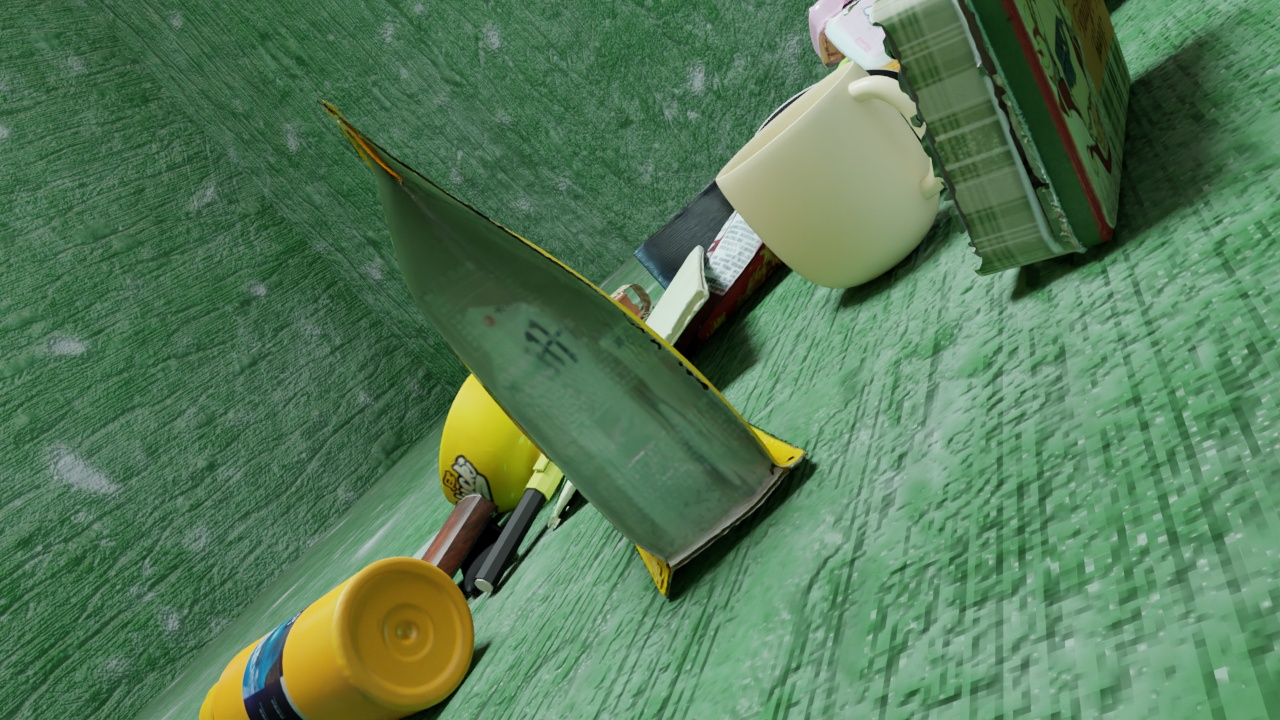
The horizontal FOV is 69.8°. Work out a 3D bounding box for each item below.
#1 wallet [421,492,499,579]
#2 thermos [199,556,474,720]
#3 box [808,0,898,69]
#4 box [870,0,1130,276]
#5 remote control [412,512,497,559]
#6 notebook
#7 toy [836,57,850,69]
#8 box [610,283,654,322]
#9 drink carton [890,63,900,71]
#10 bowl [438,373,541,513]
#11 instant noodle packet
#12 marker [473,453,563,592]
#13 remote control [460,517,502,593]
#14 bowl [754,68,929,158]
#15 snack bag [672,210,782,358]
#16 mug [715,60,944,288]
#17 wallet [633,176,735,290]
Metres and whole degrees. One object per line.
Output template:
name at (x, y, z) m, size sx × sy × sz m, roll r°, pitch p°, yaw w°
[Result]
wallet at (-0.143, 0.148, 0.620) m, size 0.122 × 0.019 × 0.072 m, roll -59°, pitch 14°, yaw -25°
thermos at (-0.180, 0.181, 0.529) m, size 0.091 × 0.076 × 0.233 m, roll -10°, pitch -19°, yaw -47°
box at (0.220, -0.294, 0.674) m, size 0.202 × 0.077 × 0.146 m, roll -36°, pitch 16°, yaw 8°
box at (0.161, -0.129, 0.385) m, size 0.051 × 0.118 × 0.204 m, roll -15°, pitch 21°, yaw 36°
remote control at (-0.134, 0.126, 0.765) m, size 0.143 × 0.024 × 0.050 m, roll -45°, pitch 0°, yaw -27°
notebook at (-0.004, 0.004, 0.682) m, size 0.182 × 0.010 × 0.252 m, roll -56°, pitch 5°, yaw 13°
toy at (0.190, -0.211, 0.789) m, size 0.149 × 0.107 × 0.197 m, roll -45°, pitch 0°, yaw -37°
box at (-0.049, 0.009, 0.845) m, size 0.186 × 0.082 × 0.042 m, roll -42°, pitch 18°, yaw -17°
drink carton at (0.182, -0.174, 0.645) m, size 0.135 × 0.043 × 0.058 m, roll -27°, pitch -27°, yaw 21°
bowl at (-0.094, 0.063, 0.699) m, size 0.117 × 0.068 × 0.117 m, roll 14°, pitch -91°, yaw -72°
instant noodle packet at (-0.049, -0.016, 0.411) m, size 0.084 × 0.221 × 0.163 m, roll -45°, pitch 7°, yaw -2°
marker at (-0.074, 0.097, 0.598) m, size 0.018 × 0.021 × 0.123 m, roll -3°, pitch 38°, yaw 29°
remote control at (-0.116, 0.135, 0.657) m, size 0.041 × 0.020 × 0.152 m, roll -44°, pitch 10°, yaw -12°
bowl at (0.136, -0.120, 0.593) m, size 0.120 × 0.066 × 0.120 m, roll -14°, pitch -25°, yaw -7°
snack bag at (0.058, -0.064, 0.754) m, size 0.207 × 0.066 × 0.139 m, roll -49°, pitch 9°, yaw -11°
mug at (0.116, -0.096, 0.496) m, size 0.096 × 0.100 × 0.120 m, roll -49°, pitch 13°, yaw -34°
wallet at (0.063, -0.103, 0.840) m, size 0.115 × 0.089 × 0.026 m, roll -43°, pitch 2°, yaw -1°
